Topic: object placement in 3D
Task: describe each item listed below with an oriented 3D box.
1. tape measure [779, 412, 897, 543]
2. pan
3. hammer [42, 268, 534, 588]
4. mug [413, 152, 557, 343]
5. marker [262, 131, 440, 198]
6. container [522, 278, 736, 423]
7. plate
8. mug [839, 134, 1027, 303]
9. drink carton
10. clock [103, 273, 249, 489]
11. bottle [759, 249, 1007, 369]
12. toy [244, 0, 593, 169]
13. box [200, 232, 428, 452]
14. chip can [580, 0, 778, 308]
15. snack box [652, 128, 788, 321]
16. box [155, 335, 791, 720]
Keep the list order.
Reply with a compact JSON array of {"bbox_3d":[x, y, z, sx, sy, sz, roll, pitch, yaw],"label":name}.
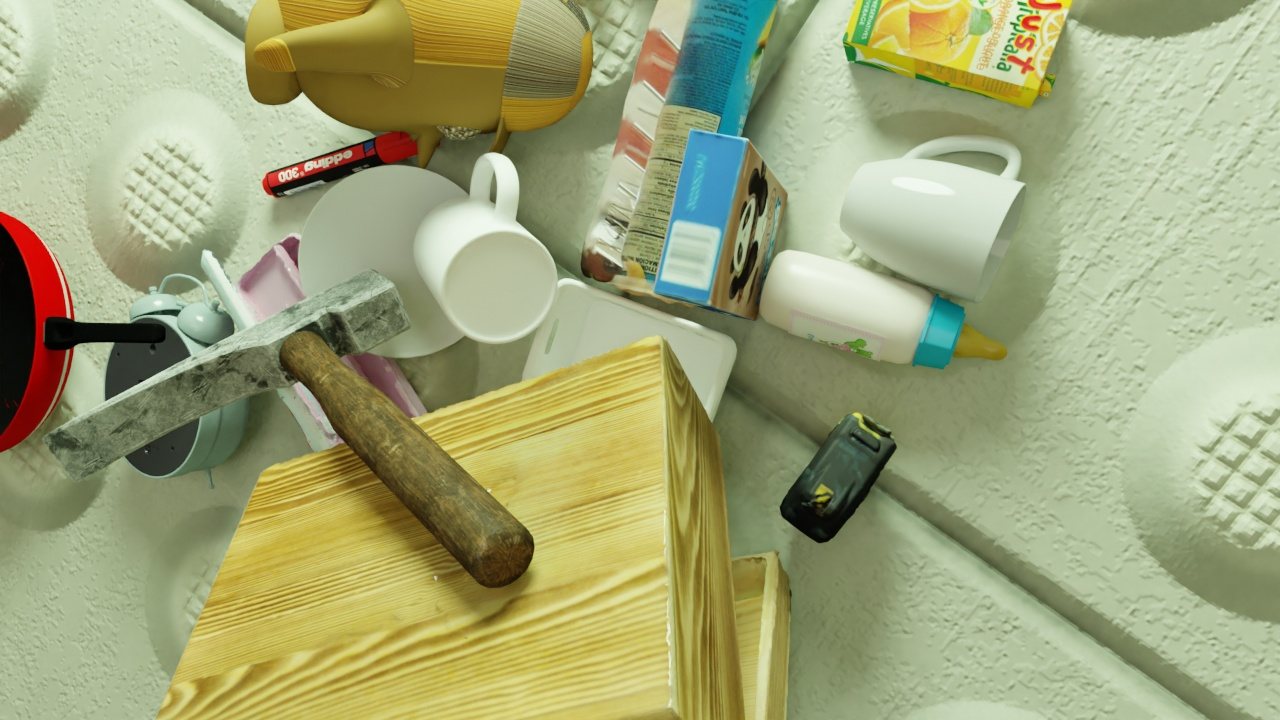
[{"bbox_3d":[0.117,0.074,0.554,0.042,0.072,0.071,33,71,10],"label":"tape measure"},{"bbox_3d":[-0.484,-0.022,0.726,0.357,0.067,0.209,1,90,23],"label":"pan"},{"bbox_3d":[-0.176,0.053,0.485,0.301,0.217,0.037,30,144,46],"label":"hammer"},{"bbox_3d":[-0.099,-0.078,0.592,0.073,0.090,0.111,2,111,-25],"label":"mug"},{"bbox_3d":[-0.218,-0.147,0.682,0.145,0.021,0.023,-12,46,17],"label":"marker"},{"bbox_3d":[-0.004,0.004,0.601,0.129,0.049,0.081,21,96,16],"label":"container"},{"bbox_3d":[-0.168,-0.068,0.642,0.134,0.011,0.135,-4,106,-13],"label":"plate"},{"bbox_3d":[0.177,-0.096,0.544,0.089,0.071,0.107,24,69,24],"label":"mug"},{"bbox_3d":[0.190,-0.197,0.546,0.122,0.041,0.058,21,96,16],"label":"drink carton"},{"bbox_3d":[-0.353,0.014,0.699,0.123,0.045,0.159,11,97,29],"label":"clock"},{"bbox_3d":[0.147,-0.026,0.554,0.146,0.051,0.051,19,95,16],"label":"bottle"},{"bbox_3d":[-0.132,-0.204,0.601,0.203,0.198,0.163,11,121,-2],"label":"toy"},{"bbox_3d":[-0.240,0.004,0.652,0.088,0.095,0.202,-38,80,16],"label":"box"},{"bbox_3d":[0.027,-0.152,0.580,0.080,0.079,0.229,17,94,16],"label":"chip can"},{"bbox_3d":[0.051,-0.071,0.531,0.034,0.151,0.087,15,94,16],"label":"snack box"},{"bbox_3d":[-0.070,0.175,0.497,0.279,0.256,0.215,-17,126,15],"label":"box"}]
